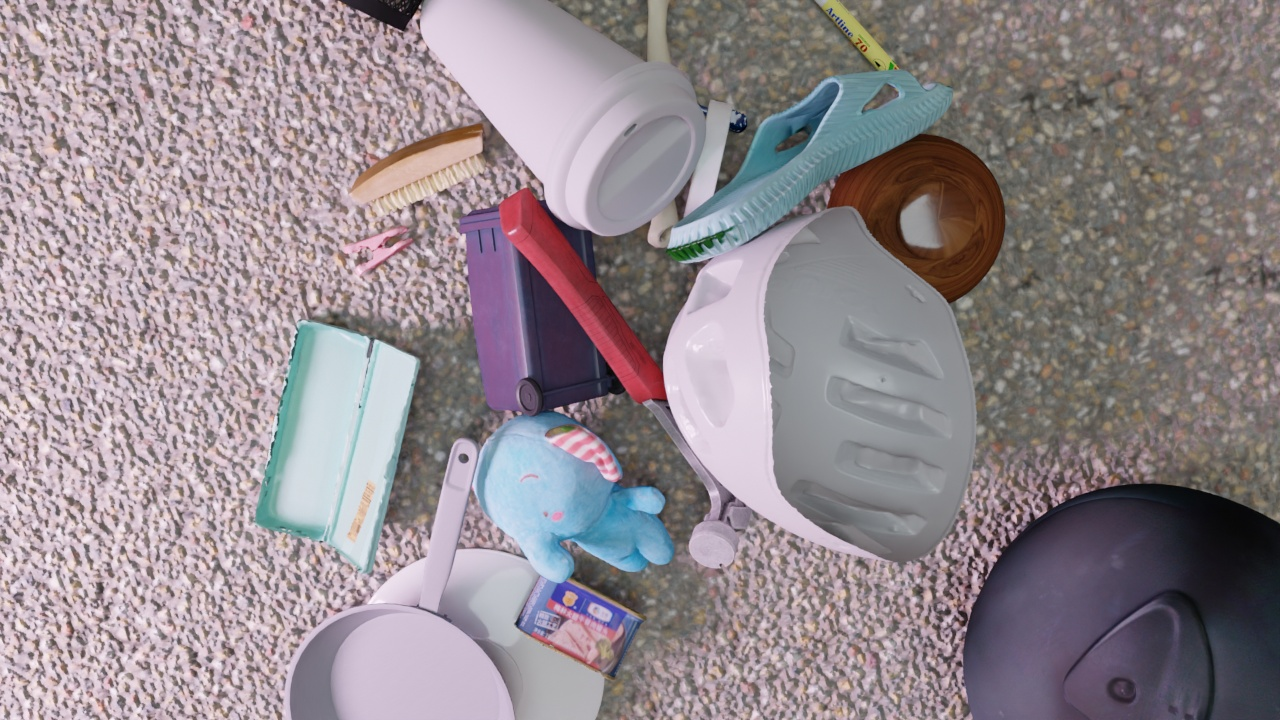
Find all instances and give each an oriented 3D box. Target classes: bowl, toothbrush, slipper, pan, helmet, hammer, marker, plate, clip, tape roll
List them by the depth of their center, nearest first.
[{"bbox_3d":[0.118,-0.155,0.671,0.275,0.116,0.069,-35,100,-29],"label":"slipper"},{"bbox_3d":[0.148,0.023,0.687,0.282,0.184,0.223,27,72,-19],"label":"helmet"},{"bbox_3d":[0.367,0.244,0.695,0.236,0.248,0.316,28,99,26],"label":"helmet"},{"bbox_3d":[-0.004,0.004,0.700,0.036,0.125,0.316,-23,113,30],"label":"hammer"},{"bbox_3d":[0.053,-0.155,0.721,0.019,0.094,0.094,13,96,0],"label":"tape roll"},{"bbox_3d":[0.228,-0.111,0.737,0.147,0.069,0.147,0,97,1],"label":"bowl"},{"bbox_3d":[0.170,-0.272,0.746,0.014,0.014,0.132,-44,94,5],"label":"marker"},{"bbox_3d":[-0.176,0.220,0.748,0.201,0.050,0.357,18,103,5],"label":"pan"},{"bbox_3d":[-0.001,-0.227,0.752,0.190,0.017,0.016,21,92,-2],"label":"toothbrush"},{"bbox_3d":[-0.219,-0.089,0.769,0.060,0.023,0.044,-3,101,2],"label":"clip"},{"bbox_3d":[-0.147,0.281,0.806,0.229,0.030,0.229,0,97,1],"label":"plate"}]

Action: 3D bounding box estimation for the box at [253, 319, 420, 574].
[{"bbox_3d":[-0.250,0.069,0.772,0.138,0.057,0.187,18,98,17],"label":"box"}]

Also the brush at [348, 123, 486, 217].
[{"bbox_3d":[-0.177,-0.155,0.748,0.117,0.049,0.039,-21,119,2],"label":"brush"}]

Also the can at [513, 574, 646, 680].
[{"bbox_3d":[-0.052,0.220,0.777,0.100,0.054,0.059,29,78,-5],"label":"can"}]

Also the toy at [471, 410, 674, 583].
[{"bbox_3d":[-0.057,0.122,0.735,0.180,0.114,0.184,45,137,-16],"label":"toy"}]

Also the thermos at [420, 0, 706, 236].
[{"bbox_3d":[-0.066,-0.202,0.676,0.131,0.131,0.222,-47,66,5],"label":"thermos"}]

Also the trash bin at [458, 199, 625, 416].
[{"bbox_3d":[-0.080,-0.045,0.727,0.093,0.092,0.161,-13,100,-43],"label":"trash bin"}]

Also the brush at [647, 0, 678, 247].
[{"bbox_3d":[0.019,-0.225,0.719,0.062,0.077,0.272,-1,95,-39],"label":"brush"}]

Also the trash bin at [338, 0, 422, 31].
[{"bbox_3d":[-0.198,-0.387,0.649,0.217,0.216,0.243,26,103,-3],"label":"trash bin"}]
